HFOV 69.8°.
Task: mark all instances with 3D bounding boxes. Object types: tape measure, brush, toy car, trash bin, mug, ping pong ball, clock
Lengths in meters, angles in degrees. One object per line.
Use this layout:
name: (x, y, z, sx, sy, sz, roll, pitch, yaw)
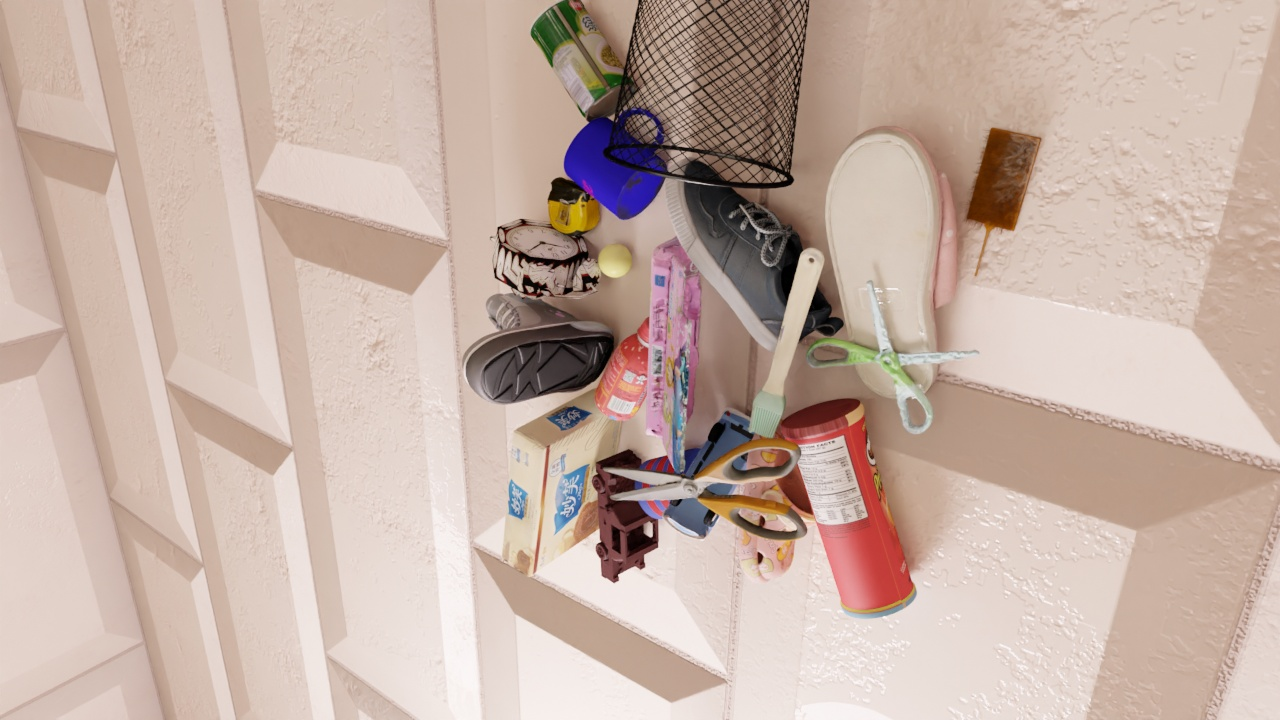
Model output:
tape measure: (-0.082, -0.181, 1.101, 0.066, 0.037, 0.064, 25, 122, 30)
brush: (0.309, -0.136, 0.803, 0.048, 0.017, 0.127, 24, 122, 31)
toy car: (-0.019, 0.207, 1.186, 0.062, 0.070, 0.170, 22, 122, 45)
trash bin: (0.070, -0.283, 0.844, 0.184, 0.183, 0.210, 22, 115, 32)
mug: (0.058, 0.162, 1.113, 0.076, 0.074, 0.112, -20, 120, 43)
brush: (0.145, -0.013, 0.912, 0.033, 0.012, 0.218, 20, 122, 14)
toy car: (0.084, 0.130, 1.034, 0.056, 0.153, 0.055, 28, 167, 16)
mug: (-0.018, -0.224, 1.010, 0.083, 0.079, 0.111, 42, 102, 19)
ping pong ball: (-0.030, -0.118, 1.081, 0.040, 0.040, 0.040, 17, 118, 35)
clock: (-0.113, -0.107, 1.100, 0.154, 0.114, 0.065, 46, 133, 39)

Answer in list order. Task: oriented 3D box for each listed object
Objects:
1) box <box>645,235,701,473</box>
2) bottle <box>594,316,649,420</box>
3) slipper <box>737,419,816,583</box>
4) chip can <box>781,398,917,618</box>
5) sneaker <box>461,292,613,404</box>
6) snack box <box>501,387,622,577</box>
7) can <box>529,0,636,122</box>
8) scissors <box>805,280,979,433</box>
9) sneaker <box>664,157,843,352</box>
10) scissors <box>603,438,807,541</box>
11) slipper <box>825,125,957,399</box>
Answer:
box: (0.033, -0.010, 1.001, 0.062, 0.160, 0.231, 5, 114, 6)
bottle: (-0.007, 0.006, 1.100, 0.062, 0.061, 0.138, 43, 130, 18)
slipper: (0.158, 0.161, 1.011, 0.082, 0.093, 0.197, 10, 113, 27)
chip can: (0.218, 0.153, 0.956, 0.087, 0.086, 0.213, -11, 101, 42)
sneaker: (-0.152, -0.030, 1.079, 0.160, 0.256, 0.093, 35, 109, 24)
snack box: (-0.100, 0.156, 1.178, 0.055, 0.152, 0.208, 27, 124, 28)
can: (-0.063, -0.329, 1.003, 0.068, 0.067, 0.121, -37, 84, 43)
scissors: (0.238, 0.000, 0.876, 0.172, 0.021, 0.173, -1, 118, 40)
sneaker: (0.114, -0.115, 0.930, 0.088, 0.089, 0.235, -34, 91, 45)
scissors: (0.071, 0.124, 0.957, 0.225, 0.016, 0.176, 14, 125, 8)
slipper: (0.237, -0.087, 0.858, 0.114, 0.054, 0.275, 11, 126, 33)
